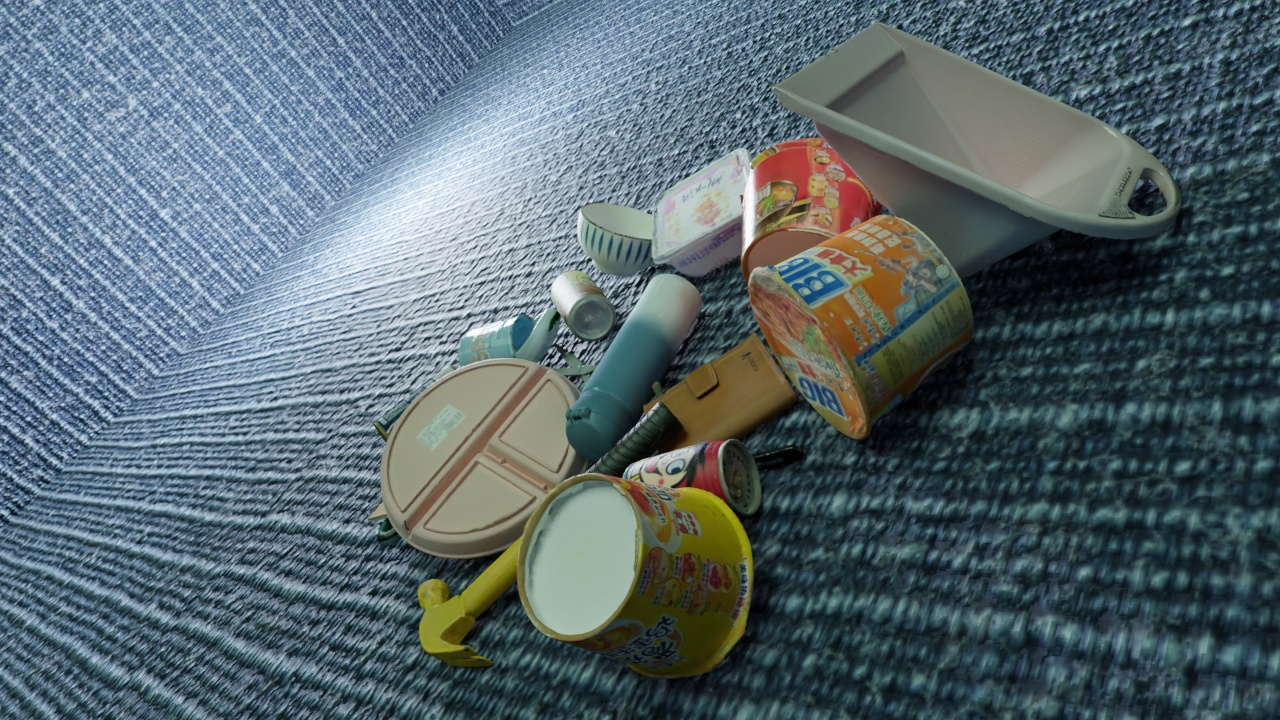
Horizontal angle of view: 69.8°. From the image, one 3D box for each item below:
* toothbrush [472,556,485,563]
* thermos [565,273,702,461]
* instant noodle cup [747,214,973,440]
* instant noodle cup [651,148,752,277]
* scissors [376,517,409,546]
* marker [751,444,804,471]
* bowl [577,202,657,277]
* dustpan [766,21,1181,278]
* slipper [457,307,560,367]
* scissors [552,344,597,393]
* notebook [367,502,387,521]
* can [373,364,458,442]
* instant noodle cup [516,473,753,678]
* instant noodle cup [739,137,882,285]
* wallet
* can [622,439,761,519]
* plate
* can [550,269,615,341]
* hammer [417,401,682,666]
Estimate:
[{"bbox_3d":[-0.204,0.182,0.949,0.016,0.018,0.192,-51,28,-22],"label":"toothbrush"},{"bbox_3d":[-0.005,0.005,0.918,0.070,0.070,0.219,-11,37,41],"label":"thermos"},{"bbox_3d":[0.169,-0.032,0.696,0.111,0.151,0.151,-32,27,-7],"label":"instant noodle cup"},{"bbox_3d":[0.084,-0.166,1.078,0.138,0.060,0.173,-28,28,19],"label":"instant noodle cup"},{"bbox_3d":[-0.215,0.148,0.985,0.181,0.019,0.170,-31,23,0],"label":"scissors"},{"bbox_3d":[0.077,0.089,0.750,0.124,0.018,0.015,-19,35,30],"label":"marker"},{"bbox_3d":[-0.025,-0.146,1.147,0.116,0.116,0.066,-103,26,-60],"label":"bowl"},{"bbox_3d":[0.272,-0.186,0.711,0.139,0.273,0.221,-36,7,46],"label":"dustpan"},{"bbox_3d":[-0.193,0.000,1.116,0.246,0.074,0.103,-32,16,25],"label":"slipper"},{"bbox_3d":[-0.060,0.014,1.016,0.176,0.014,0.159,-23,34,20],"label":"scissors"},{"bbox_3d":[-0.201,0.098,1.036,0.150,0.012,0.210,-18,24,35],"label":"notebook"},{"bbox_3d":[-0.231,0.066,1.030,0.111,0.075,0.075,-40,27,-19],"label":"can"},{"bbox_3d":[-0.008,0.141,0.625,0.138,0.109,0.137,-18,60,33],"label":"instant noodle cup"},{"bbox_3d":[0.157,-0.120,0.859,0.138,0.138,0.108,-17,43,34],"label":"instant noodle cup"},{"bbox_3d":[0.067,0.037,0.829,0.131,0.035,0.119,-35,35,8],"label":"wallet"},{"bbox_3d":[0.040,0.102,0.722,0.094,0.066,0.066,-19,33,31],"label":"can"},{"bbox_3d":[-0.160,0.088,0.922,0.230,0.028,0.229,-10,52,13],"label":"plate"},{"bbox_3d":[-0.071,-0.068,1.116,0.058,0.058,0.116,-38,27,0],"label":"can"},{"bbox_3d":[-0.081,0.150,0.801,0.301,0.033,0.128,-44,30,3],"label":"hammer"}]
